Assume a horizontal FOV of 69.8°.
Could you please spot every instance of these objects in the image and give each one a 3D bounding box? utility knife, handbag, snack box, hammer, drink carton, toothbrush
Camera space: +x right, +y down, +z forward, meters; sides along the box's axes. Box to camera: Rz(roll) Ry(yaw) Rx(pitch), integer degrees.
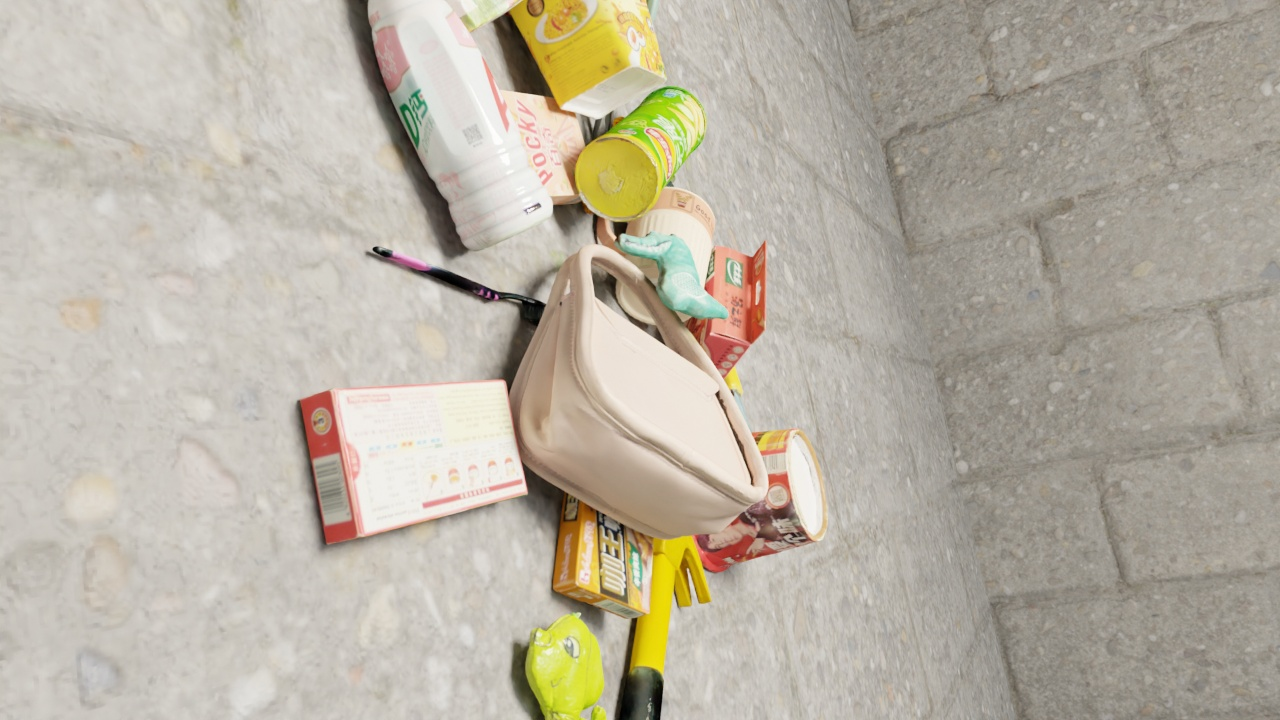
[{"bbox_3d":[0.086,0.007,0.937,0.033,0.015,0.216,48,17,-31],"label":"utility knife"},{"bbox_3d":[-0.004,0.004,0.693,0.193,0.094,0.233,34,36,-36],"label":"handbag"},{"bbox_3d":[-0.122,0.052,0.528,0.155,0.027,0.077,-1,77,-65],"label":"snack box"},{"bbox_3d":[0.005,0.239,0.689,0.129,0.033,0.299,54,32,-36],"label":"hammer"},{"bbox_3d":[-0.126,-0.263,0.662,0.045,0.054,0.122,60,29,-22],"label":"drink carton"},{"bbox_3d":[-0.087,-0.165,0.724,0.157,0.026,0.084,-27,101,-65],"label":"snack box"},{"bbox_3d":[-0.113,-0.047,0.620,0.189,0.014,0.017,19,69,-61],"label":"toothbrush"},{"bbox_3d":[0.072,-0.042,0.875,0.044,0.127,0.113,17,51,-14],"label":"snack box"},{"bbox_3d":[-0.023,0.108,0.688,0.075,0.026,0.153,33,47,-36],"label":"snack box"}]

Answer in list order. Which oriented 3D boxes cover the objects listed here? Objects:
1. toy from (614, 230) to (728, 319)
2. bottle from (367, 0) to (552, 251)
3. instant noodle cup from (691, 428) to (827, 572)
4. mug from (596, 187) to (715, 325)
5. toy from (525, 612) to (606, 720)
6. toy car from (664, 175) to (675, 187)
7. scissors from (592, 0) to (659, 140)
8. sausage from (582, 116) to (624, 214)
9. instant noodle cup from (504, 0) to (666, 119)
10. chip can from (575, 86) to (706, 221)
[{"bbox_3d":[0.024,-0.075,0.760,0.096,0.030,0.091,11,47,-33],"label":"toy"},{"bbox_3d":[-0.126,-0.172,0.600,0.197,0.068,0.068,66,26,-14],"label":"bottle"},{"bbox_3d":[0.111,0.129,0.881,0.138,0.109,0.137,40,43,-51],"label":"instant noodle cup"},{"bbox_3d":[0.011,-0.103,0.845,0.114,0.082,0.105,30,46,-21],"label":"mug"},{"bbox_3d":[-0.046,0.216,0.596,0.096,0.031,0.100,43,44,-49],"label":"toy"},{"bbox_3d":[0.016,-0.176,0.937,0.054,0.037,0.120,49,25,-41],"label":"toy car"},{"bbox_3d":[-0.016,-0.289,0.834,0.019,0.171,0.176,9,72,-28],"label":"scissors"},{"bbox_3d":[-0.031,-0.185,0.857,0.021,0.021,0.164,57,30,-34],"label":"sausage"},{"bbox_3d":[-0.044,-0.275,0.755,0.116,0.116,0.123,-15,84,-65],"label":"instant noodle cup"},{"bbox_3d":[0.007,-0.191,0.822,0.072,0.073,0.220,66,23,-19],"label":"chip can"}]
